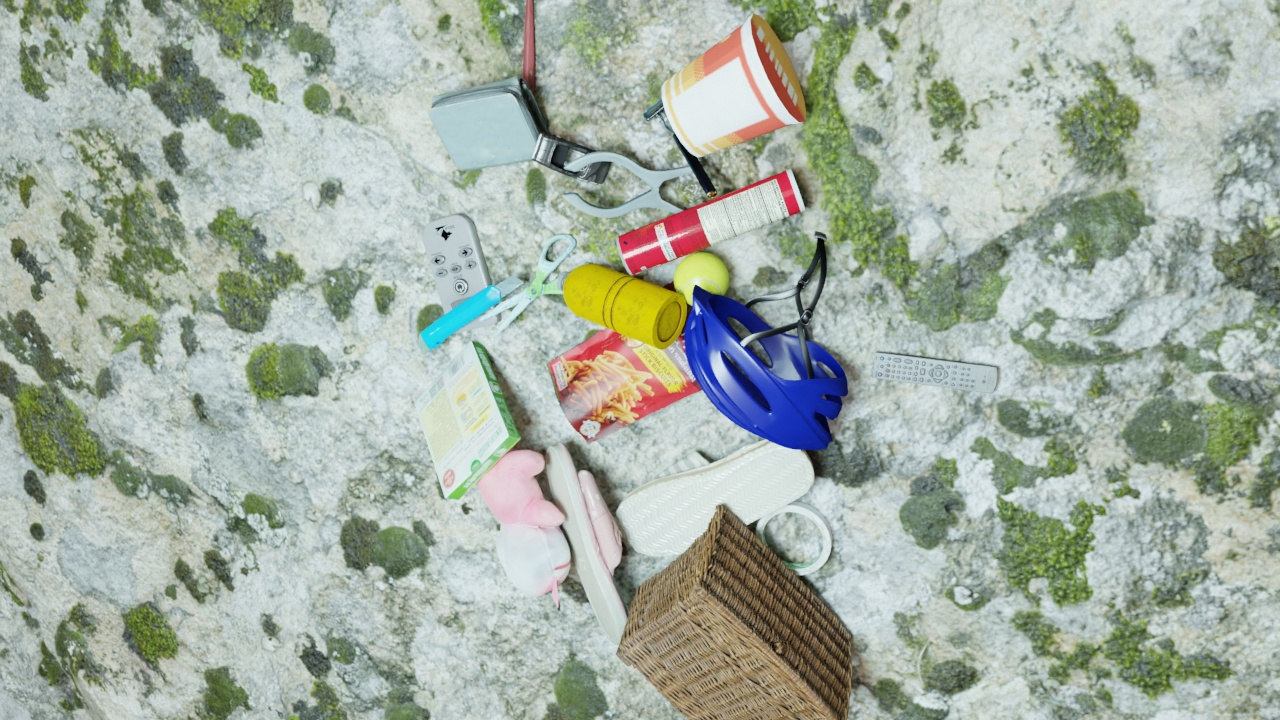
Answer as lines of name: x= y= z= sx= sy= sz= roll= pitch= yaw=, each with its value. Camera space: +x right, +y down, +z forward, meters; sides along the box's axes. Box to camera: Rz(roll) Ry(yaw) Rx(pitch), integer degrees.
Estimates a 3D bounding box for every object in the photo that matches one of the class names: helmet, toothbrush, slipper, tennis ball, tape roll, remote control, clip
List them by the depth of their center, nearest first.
helmet: x=0.167 y=-0.022 z=1.029 sx=0.241 sy=0.147 sz=0.228 roll=38 pitch=112 yaw=-8
remote control: x=0.338 y=0.013 z=1.055 sx=0.137 sy=0.013 sz=0.033 roll=7 pitch=105 yaw=16
clip: x=-0.009 y=-0.224 z=1.083 sx=0.163 sy=0.028 sz=0.115 roll=6 pitch=107 yaw=-4
tennis ball: x=0.072 y=-0.096 z=1.088 sx=0.065 sy=0.065 sz=0.065 roll=4 pitch=103 yaw=17
toothbrush: x=-0.137 y=-0.400 z=1.113 sx=0.016 sy=0.016 sz=0.190 roll=6 pitch=104 yaw=16
tape roll: x=0.191 y=0.222 z=1.147 sx=0.094 sy=0.018 sz=0.094 roll=4 pitch=103 yaw=17
slipper: x=0.091 y=0.167 z=1.148 sx=0.273 sy=0.053 sz=0.114 roll=-25 pitch=97 yaw=26
slipper: x=-0.058 y=0.233 z=1.189 sx=0.054 sy=0.114 sz=0.274 roll=-19 pitch=91 yaw=-22
remote control: x=-0.238 y=-0.114 z=1.208 sx=0.074 sy=0.019 sz=0.151 roll=-12 pitch=98 yaw=20

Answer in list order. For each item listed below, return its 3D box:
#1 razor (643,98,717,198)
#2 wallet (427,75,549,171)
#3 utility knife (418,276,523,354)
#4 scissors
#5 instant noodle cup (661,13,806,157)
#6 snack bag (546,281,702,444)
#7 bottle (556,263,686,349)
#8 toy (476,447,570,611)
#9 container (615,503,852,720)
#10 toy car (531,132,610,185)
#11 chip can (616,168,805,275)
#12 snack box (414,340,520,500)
razor: x=0.052 y=-0.245 z=1.069 sx=0.043 sy=0.022 sz=0.144 roll=-36 pitch=69 yaw=20
wallet: x=-0.185 y=-0.288 z=1.123 sx=0.132 sy=0.054 sz=0.100 roll=-6 pitch=131 yaw=19
utility knife: x=-0.225 y=-0.062 z=1.198 sx=0.186 sy=0.015 sz=0.031 roll=-29 pitch=99 yaw=25
scissors: x=-0.132 y=-0.081 z=1.177 sx=0.093 sy=0.032 sz=0.175 roll=46 pitch=109 yaw=-1
instant noodle cup: x=0.099 y=-0.293 z=1.013 sx=0.121 sy=0.123 sz=0.123 roll=-22 pitch=95 yaw=28
snack bag: x=-0.007 y=0.007 z=1.155 sx=0.208 sy=0.066 sz=0.139 roll=-29 pitch=87 yaw=12
bottle: x=-0.031 y=-0.071 z=1.105 sx=0.164 sy=0.070 sz=0.071 roll=23 pitch=109 yaw=30
toy: x=-0.152 y=0.216 z=1.205 sx=0.142 sy=0.084 sz=0.213 roll=2 pitch=111 yaw=58
container: x=0.107 y=0.341 z=1.110 sx=0.250 sy=0.161 sz=0.184 roll=45 pitch=118 yaw=-10
toy car: x=-0.082 y=-0.242 z=1.106 sx=0.092 sy=0.037 sz=0.040 roll=16 pitch=108 yaw=-20
chip can: x=0.080 y=-0.158 z=1.062 sx=0.215 sy=0.051 sz=0.052 roll=-20 pitch=96 yaw=12
snack box: x=-0.230 y=0.077 z=1.199 sx=0.132 sy=0.027 sz=0.168 roll=-44 pitch=51 yaw=21
